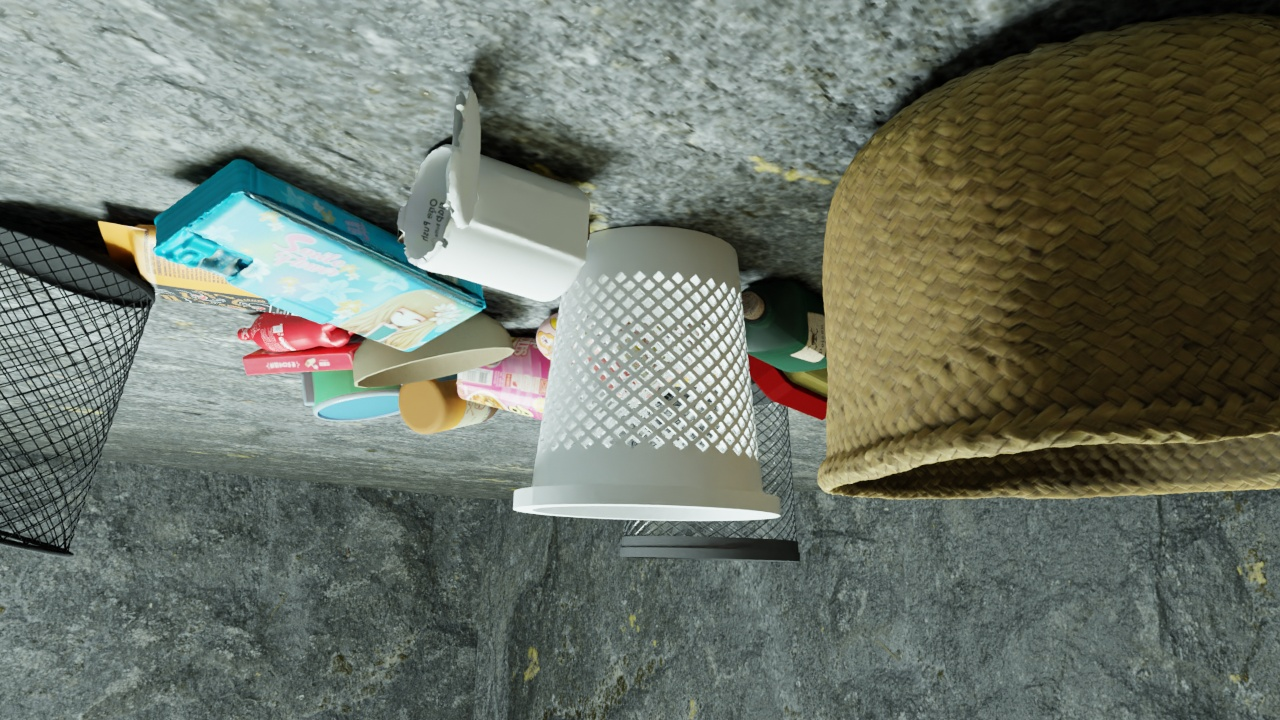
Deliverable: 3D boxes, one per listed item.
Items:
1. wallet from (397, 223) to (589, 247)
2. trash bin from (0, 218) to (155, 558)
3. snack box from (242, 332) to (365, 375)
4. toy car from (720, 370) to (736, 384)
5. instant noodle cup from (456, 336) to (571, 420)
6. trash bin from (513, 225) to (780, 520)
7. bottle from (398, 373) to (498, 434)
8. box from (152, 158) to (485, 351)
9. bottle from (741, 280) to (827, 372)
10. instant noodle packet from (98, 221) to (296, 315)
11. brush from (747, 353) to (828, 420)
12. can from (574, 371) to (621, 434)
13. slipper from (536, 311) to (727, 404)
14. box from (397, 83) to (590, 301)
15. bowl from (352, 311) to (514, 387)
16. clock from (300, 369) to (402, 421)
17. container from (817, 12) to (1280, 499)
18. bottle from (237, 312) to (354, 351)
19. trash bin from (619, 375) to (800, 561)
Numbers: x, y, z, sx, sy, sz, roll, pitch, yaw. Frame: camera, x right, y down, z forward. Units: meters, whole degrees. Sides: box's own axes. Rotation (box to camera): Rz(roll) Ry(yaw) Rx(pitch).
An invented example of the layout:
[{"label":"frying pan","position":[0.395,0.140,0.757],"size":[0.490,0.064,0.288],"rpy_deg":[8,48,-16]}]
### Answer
[{"label":"wallet","position":[-0.104,-0.090,0.649],"size":[0.123,0.019,0.072],"rpy_deg":[7,166,-24]},{"label":"trash bin","position":[-0.477,0.018,0.681],"size":[0.184,0.209,0.184],"rpy_deg":[14,162,4]},{"label":"snack box","position":[-0.324,-0.011,0.938],"size":[0.133,0.021,0.089],"rpy_deg":[-3,-162,20]},{"label":"toy car","position":[0.066,0.001,0.990],"size":[0.039,0.039,0.113],"rpy_deg":[-11,162,43]},{"label":"instant noodle cup","position":[-0.132,0.014,0.977],"size":[0.108,0.097,0.098],"rpy_deg":[9,168,4]},{"label":"trash bin","position":[0.007,0.016,0.697],"size":[0.195,0.199,0.195],"rpy_deg":[1,168,0]},{"label":"bottle","position":[-0.200,0.040,1.051],"size":[0.068,0.068,0.156],"rpy_deg":[-5,-178,29]},{"label":"box","position":[-0.218,-0.065,0.660],"size":[0.094,0.041,0.226],"rpy_deg":[-25,153,25]},{"label":"bottle","position":[0.119,-0.032,0.786],"size":[0.061,0.061,0.131],"rpy_deg":[-9,164,31]},{"label":"instant noodle packet","position":[-0.308,-0.067,0.750],"size":[0.220,0.032,0.160],"rpy_deg":[7,164,-23]},{"label":"brush","position":[0.157,0.007,0.929],"size":[0.042,0.082,0.173],"rpy_deg":[-38,151,20]},{"label":"can","position":[-0.059,0.049,1.135],"size":[0.078,0.078,0.136],"rpy_deg":[2,167,-1]},{"label":"slipper","position":[-0.005,0.005,0.897],"size":[0.197,0.081,0.093],"rpy_deg":[7,151,-8]},{"label":"box","position":[-0.078,-0.090,0.524],"size":[0.140,0.083,0.142],"rpy_deg":[12,169,-37]},{"label":"bowl","position":[-0.200,-0.017,0.871],"size":[0.152,0.050,0.152],"rpy_deg":[-14,175,-1]},{"label":"clock","position":[-0.301,0.020,1.065],"size":[0.161,0.075,0.122],"rpy_deg":[-11,167,-2]},{"label":"container","position":[0.242,-0.030,0.482],"size":[0.307,0.196,0.307],"rpy_deg":[1,166,0]},{"label":"bottle","position":[-0.338,-0.031,0.893],"size":[0.142,0.042,0.042],"rpy_deg":[-4,166,26]},{"label":"trash bin","position":[0.086,0.131,1.140],"size":[0.218,0.227,0.218],"rpy_deg":[1,168,0]}]
